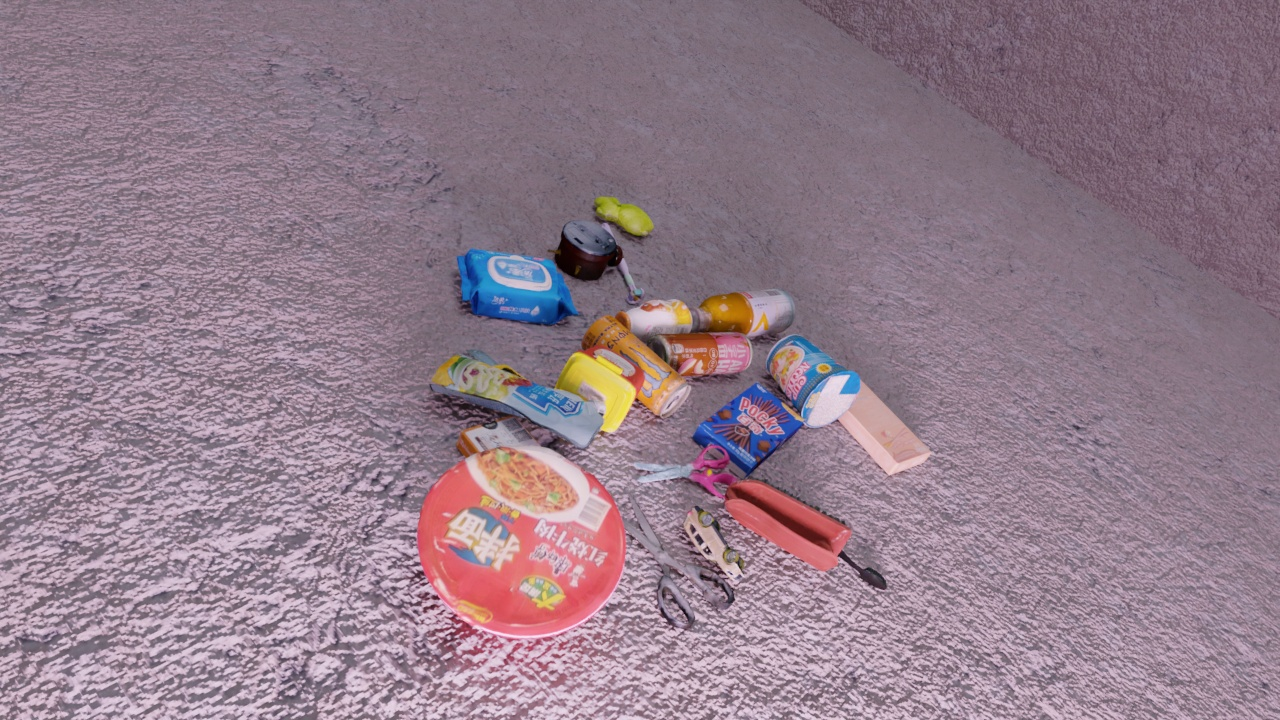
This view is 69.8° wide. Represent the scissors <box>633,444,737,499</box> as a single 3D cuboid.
[{"bbox_3d":[0.052,0.123,1.087,0.137,0.017,0.077,11,57,-17],"label":"scissors"}]

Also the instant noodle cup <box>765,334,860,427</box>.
[{"bbox_3d":[0.233,0.023,1.276,0.099,0.099,0.110,-3,37,-35],"label":"instant noodle cup"}]

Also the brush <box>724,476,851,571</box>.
[{"bbox_3d":[0.162,0.184,1.049,0.146,0.063,0.069,29,23,5],"label":"brush"}]

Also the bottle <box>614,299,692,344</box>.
[{"bbox_3d":[0.017,-0.051,1.247,0.108,0.063,0.063,-5,47,-36],"label":"bottle"}]

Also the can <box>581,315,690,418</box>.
[{"bbox_3d":[-0.007,0.007,1.165,0.146,0.058,0.058,41,38,19],"label":"can"}]

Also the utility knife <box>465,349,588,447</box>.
[{"bbox_3d":[-0.131,0.039,1.083,0.193,0.015,0.033,36,34,13],"label":"utility knife"}]

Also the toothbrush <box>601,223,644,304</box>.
[{"bbox_3d":[-0.032,-0.150,1.379,0.021,0.029,0.189,51,12,-45],"label":"toothbrush"}]

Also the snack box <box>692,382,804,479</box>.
[{"bbox_3d":[0.142,0.088,1.186,0.084,0.026,0.156,39,38,16],"label":"snack box"}]

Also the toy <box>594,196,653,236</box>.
[{"bbox_3d":[-0.024,-0.233,1.474,0.100,0.031,0.096,12,36,-19],"label":"toy"}]

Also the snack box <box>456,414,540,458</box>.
[{"bbox_3d":[-0.122,0.125,0.975,0.075,0.026,0.153,-18,55,-45],"label":"snack box"}]

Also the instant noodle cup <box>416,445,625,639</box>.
[{"bbox_3d":[-0.112,0.176,0.860,0.193,0.066,0.193,8,52,-10],"label":"instant noodle cup"}]

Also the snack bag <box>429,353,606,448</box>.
[{"bbox_3d":[-0.131,0.043,1.026,0.191,0.039,0.110,18,12,8],"label":"snack bag"}]

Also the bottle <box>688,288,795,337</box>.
[{"bbox_3d":[0.145,-0.066,1.342,0.189,0.068,0.068,-8,49,-38],"label":"bottle"}]

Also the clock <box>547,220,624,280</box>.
[{"bbox_3d":[-0.073,-0.162,1.336,0.082,0.055,0.121,40,37,18],"label":"clock"}]

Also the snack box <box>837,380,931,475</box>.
[{"bbox_3d":[0.330,0.090,1.301,0.084,0.026,0.157,-10,50,-40],"label":"snack box"}]

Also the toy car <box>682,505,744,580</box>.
[{"bbox_3d":[0.081,0.201,0.996,0.090,0.035,0.042,52,0,31],"label":"toy car"}]

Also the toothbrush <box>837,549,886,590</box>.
[{"bbox_3d":[0.214,0.210,1.093,0.189,0.014,0.017,37,27,14],"label":"toothbrush"}]

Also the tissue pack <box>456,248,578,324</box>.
[{"bbox_3d":[-0.161,-0.098,1.203,0.157,0.052,0.094,7,41,-26],"label":"tissue pack"}]

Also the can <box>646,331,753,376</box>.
[{"bbox_3d":[0.080,-0.009,1.239,0.147,0.058,0.058,-3,45,-35],"label":"can"}]

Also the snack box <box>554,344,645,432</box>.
[{"bbox_3d":[-0.044,0.027,1.101,0.091,0.082,0.080,32,26,7],"label":"snack box"}]

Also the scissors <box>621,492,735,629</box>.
[{"bbox_3d":[0.026,0.212,0.972,0.159,0.014,0.170,21,35,-7],"label":"scissors"}]
